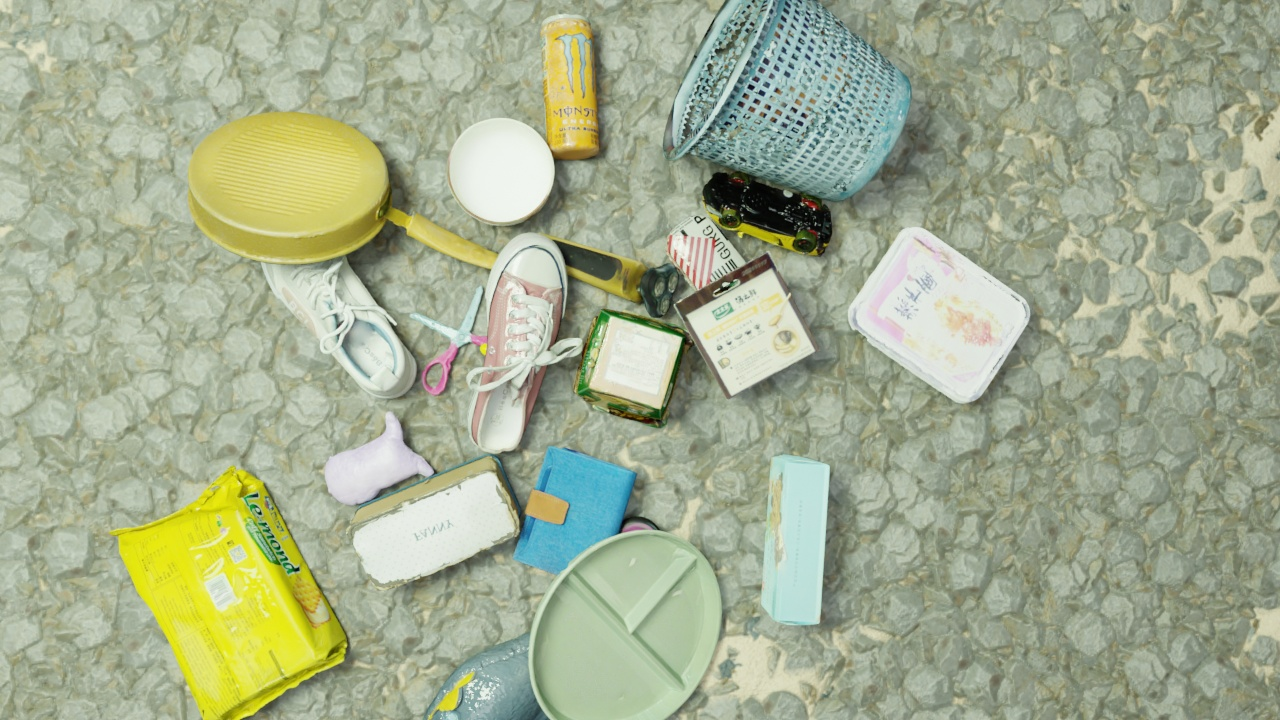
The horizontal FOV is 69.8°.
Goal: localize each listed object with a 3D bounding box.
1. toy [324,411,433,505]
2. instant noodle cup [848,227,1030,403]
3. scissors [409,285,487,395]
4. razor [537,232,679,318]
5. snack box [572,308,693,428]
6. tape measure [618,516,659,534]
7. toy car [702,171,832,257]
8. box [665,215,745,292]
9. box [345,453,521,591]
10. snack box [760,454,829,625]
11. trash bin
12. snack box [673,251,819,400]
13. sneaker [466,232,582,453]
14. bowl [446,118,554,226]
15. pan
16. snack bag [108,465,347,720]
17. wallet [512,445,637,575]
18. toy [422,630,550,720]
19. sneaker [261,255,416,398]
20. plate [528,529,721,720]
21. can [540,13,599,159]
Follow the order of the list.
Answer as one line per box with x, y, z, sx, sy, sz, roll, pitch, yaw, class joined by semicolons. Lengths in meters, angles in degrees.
-0.290;0.113;0.987;0.108;0.039;0.084;-28;102;2;toy
0.324;-0.048;1.022;0.173;0.060;0.138;34;87;-1;instant noodle cup
-0.195;-0.019;1.011;0.133;0.017;0.133;24;87;2;scissors
-0.042;-0.100;1.001;0.167;0.067;0.062;20;87;3;razor
-0.006;0.006;0.976;0.117;0.105;0.118;16;88;-4;snack box
-0.004;0.199;1.005;0.058;0.039;0.057;-14;86;2;tape measure
0.140;-0.163;1.017;0.156;0.041;0.071;16;60;-6;toy car
0.092;-0.087;1.008;0.072;0.060;0.164;-39;96;20;box
-0.211;0.169;0.975;0.184;0.062;0.090;-21;103;-6;box
0.167;0.192;0.997;0.051;0.074;0.175;5;88;-4;snack box
0.160;-0.270;0.954;0.195;0.227;0.226;24;87;-15;trash bin
0.110;-0.039;0.970;0.113;0.053;0.125;-29;104;5;snack box
-0.123;-0.011;0.957;0.118;0.088;0.241;12;98;-26;sneaker
-0.150;-0.198;0.994;0.113;0.062;0.113;0;88;-5;bowl
-0.282;-0.153;0.958;0.357;0.078;0.197;12;50;-6;pan
-0.429;0.250;0.962;0.158;0.068;0.246;-29;89;-4;snack bag
-0.071;0.167;0.989;0.106;0.040;0.133;16;84;17;wallet
-0.157;0.384;0.966;0.138;0.091;0.356;29;89;-15;toy
-0.328;-0.061;0.965;0.089;0.091;0.242;-37;90;-5;sneaker
-0.015;0.285;0.963;0.229;0.027;0.230;-5;101;-28;plate
-0.077;-0.296;1.003;0.058;0.058;0.146;-3;89;-4;can
